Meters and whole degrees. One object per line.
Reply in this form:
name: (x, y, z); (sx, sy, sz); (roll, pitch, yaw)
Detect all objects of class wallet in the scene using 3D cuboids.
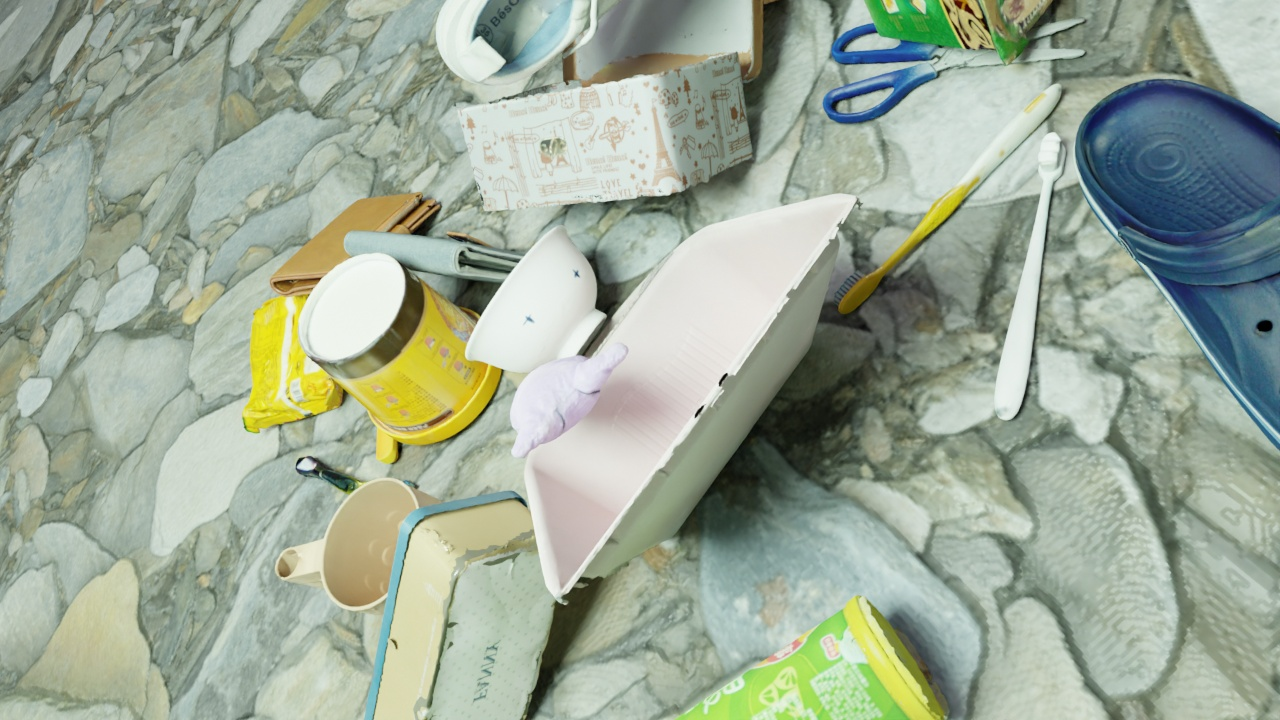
wallet: (-0.254, -0.106, 0.820); (0.108, 0.031, 0.131); (-2, 40, 31)
wallet: (-0.151, -0.084, 0.726); (0.130, 0.106, 0.037); (11, 94, 36)

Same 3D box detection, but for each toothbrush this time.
toothbrush: (0.222, -0.051, 0.523); (0.016, 0.016, 0.179); (4, 69, 37)
toothbrush: (0.190, -0.101, 0.572); (0.191, 0.016, 0.018); (-46, 42, 5)

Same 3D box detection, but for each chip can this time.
chip can: (0.045, 0.209, 0.470); (0.221, 0.072, 0.072); (-37, 52, 11)

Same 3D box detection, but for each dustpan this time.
dustpan: (-0.003, 0.003, 0.524); (0.139, 0.273, 0.222); (36, 85, 14)

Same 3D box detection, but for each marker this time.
marker: (-0.208, 0.030, 0.762); (0.018, 0.015, 0.123); (-23, 54, 20)

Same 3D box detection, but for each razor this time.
razor: (-0.239, 0.099, 0.742); (0.143, 0.022, 0.042); (14, 73, 37)

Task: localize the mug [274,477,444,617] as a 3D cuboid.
mug: (-0.161, 0.139, 0.618); (0.125, 0.103, 0.084); (-19, 58, 24)

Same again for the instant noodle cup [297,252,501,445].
instant noodle cup: (-0.184, -0.012, 0.693); (0.119, 0.114, 0.118); (-12, 58, 20)

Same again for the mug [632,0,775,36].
mug: (0.046, -0.302, 0.731); (0.123, 0.078, 0.078); (-14, 60, 31)

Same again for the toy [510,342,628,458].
toy: (-0.047, 0.019, 0.532); (0.083, 0.039, 0.108); (-43, 6, -8)

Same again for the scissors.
scissors: (0.204, -0.211, 0.621); (0.171, 0.012, 0.140); (-29, 54, 15)

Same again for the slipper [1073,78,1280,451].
slipper: (0.297, -0.059, 0.432); (0.105, 0.095, 0.252); (-33, 50, 18)

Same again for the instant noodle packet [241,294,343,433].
instant noodle packet: (-0.307, -0.004, 0.824); (0.111, 0.044, 0.128); (-17, 61, 23)

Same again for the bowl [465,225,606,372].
bowl: (-0.064, -0.030, 0.658); (0.065, 0.118, 0.118); (36, 88, 2)

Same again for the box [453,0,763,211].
box: (-0.024, -0.218, 0.654); (0.180, 0.156, 0.227); (5, 101, 34)

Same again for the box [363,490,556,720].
box: (-0.103, 0.161, 0.539); (0.059, 0.089, 0.184); (28, 111, 40)

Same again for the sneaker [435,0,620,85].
sneaker: (-0.028, -0.264, 0.578); (0.242, 0.089, 0.090); (-41, 29, 2)

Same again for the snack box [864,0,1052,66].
snack box: (0.201, -0.267, 0.589); (0.118, 0.117, 0.106); (-50, 36, -17)
